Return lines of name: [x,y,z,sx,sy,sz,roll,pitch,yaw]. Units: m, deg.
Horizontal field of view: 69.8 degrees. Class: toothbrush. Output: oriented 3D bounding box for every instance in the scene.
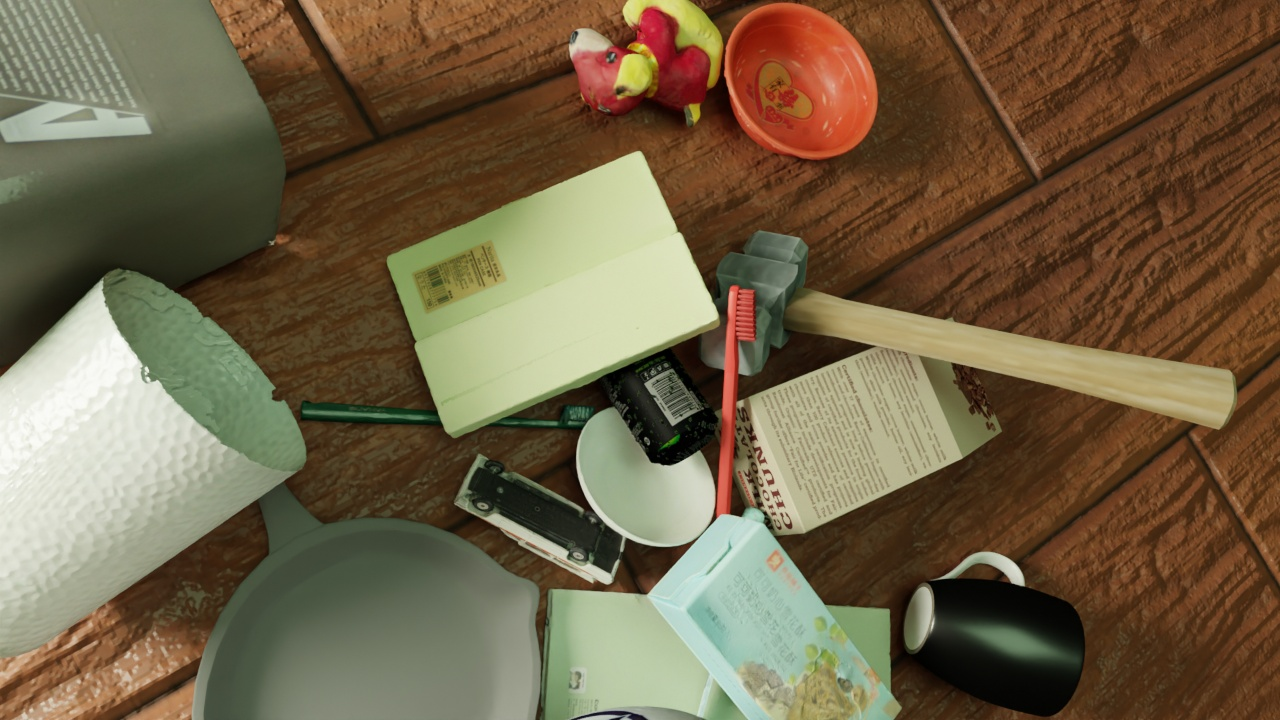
toothbrush: [0.062,0.056,0.598,0.018,0.012,0.213,7,108,18]
toothbrush: [-0.120,0.034,0.596,0.189,0.016,0.017,3,79,-18]

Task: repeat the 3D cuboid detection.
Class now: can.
can: [-0.004,0.004,0.609,0.053,0.054,0.137,-27,73,-22]

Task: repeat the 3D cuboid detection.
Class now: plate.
plate: [0.000,0.080,0.609,0.104,0.026,0.104,20,46,-22]

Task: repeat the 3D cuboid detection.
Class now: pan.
pan: [-0.187,0.137,0.544,0.216,0.024,0.354,-28,88,-22]

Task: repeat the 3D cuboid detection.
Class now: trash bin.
trash bin: [-0.278,0.056,0.463,0.161,0.133,0.133,-40,92,-2]
trash bin: [-0.325,-0.107,0.474,0.219,0.198,0.197,-27,87,-29]

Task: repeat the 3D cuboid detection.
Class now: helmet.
helmet: [-0.036,0.291,0.471,0.263,0.164,0.237,-21,111,-24]

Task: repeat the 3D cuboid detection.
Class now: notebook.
notebook: [0.056,0.251,0.609,0.252,0.010,0.181,7,75,-17]

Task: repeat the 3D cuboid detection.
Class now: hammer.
hammer: [0.201,-0.012,0.597,0.323,0.051,0.117,14,42,19]

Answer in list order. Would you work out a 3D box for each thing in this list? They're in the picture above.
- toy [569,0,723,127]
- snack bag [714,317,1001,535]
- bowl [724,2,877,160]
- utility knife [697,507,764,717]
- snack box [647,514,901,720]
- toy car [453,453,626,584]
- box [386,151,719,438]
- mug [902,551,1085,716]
toy: [0.010,-0.219,0.681,0.137,0.067,0.105,-39,94,-35]
snack bag: [0.167,0.043,0.662,0.206,0.070,0.094,-20,84,-22]
bowl: [0.118,-0.209,0.717,0.130,0.045,0.130,4,76,-18]
utility knife: [0.051,0.181,0.605,0.015,0.022,0.177,21,76,-11]
snack box: [0.087,0.185,0.582,0.074,0.053,0.174,-43,107,-23]
toy car: [-0.065,0.105,0.587,0.113,0.039,0.039,29,46,-9]
box: [-0.059,-0.046,0.588,0.187,0.024,0.137,-22,71,0]
mug: [0.245,0.184,0.659,0.100,0.085,0.118,17,42,-2]
